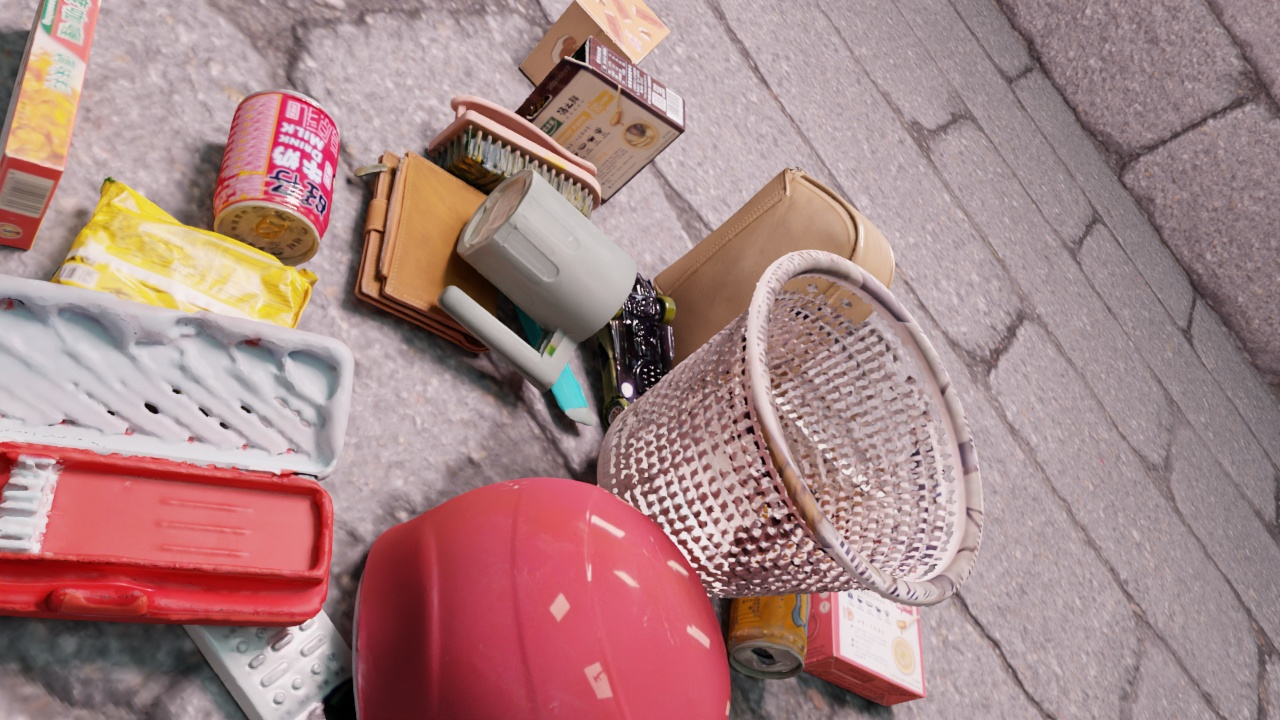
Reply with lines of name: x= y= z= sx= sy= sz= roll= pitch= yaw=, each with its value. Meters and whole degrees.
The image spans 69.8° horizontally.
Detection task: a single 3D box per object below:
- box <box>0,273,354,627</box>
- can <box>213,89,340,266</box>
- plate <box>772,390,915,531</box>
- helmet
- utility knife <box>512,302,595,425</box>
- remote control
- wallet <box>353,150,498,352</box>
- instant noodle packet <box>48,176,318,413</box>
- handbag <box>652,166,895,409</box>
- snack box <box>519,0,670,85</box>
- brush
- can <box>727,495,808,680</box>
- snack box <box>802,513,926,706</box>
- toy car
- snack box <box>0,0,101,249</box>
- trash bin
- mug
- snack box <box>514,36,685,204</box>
box: x=-0.246 y=0.045 z=0.439 sx=0.200 sy=0.050 sz=0.160 roll=12 pitch=63 yaw=-28
can: x=-0.225 y=-0.112 z=0.571 sx=0.066 sy=0.067 sz=0.093 roll=21 pitch=50 yaw=-34
plate: x=0.159 y=0.091 z=0.794 sx=0.164 sy=0.034 sz=0.163 roll=42 pitch=6 yaw=0
helmet: x=-0.027 y=0.160 z=0.509 sx=0.240 sy=0.144 sz=0.206 roll=26 pitch=39 yaw=-37
utility knife: x=-0.079 y=-0.027 z=0.700 sx=0.029 sy=0.013 sz=0.178 roll=-7 pitch=65 yaw=-46
remote control: x=-0.172 y=0.165 z=0.469 sx=0.150 sy=0.021 sz=0.058 roll=54 pitch=40 yaw=0
wallet: x=-0.149 y=-0.083 z=0.651 sx=0.119 sy=0.035 sz=0.130 roll=25 pitch=49 yaw=-34
instant noodle packet: x=-0.256 y=-0.032 z=0.504 sx=0.128 sy=0.044 sz=0.110 roll=28 pitch=49 yaw=-26
handbag: x=0.104 y=-0.056 z=0.759 sx=0.099 sy=0.205 sz=0.147 roll=25 pitch=35 yaw=-47
snack box: x=-0.042 y=-0.290 z=0.854 sx=0.077 sy=0.093 sz=0.094 roll=45 pitch=41 yaw=-12
brush: x=-0.092 y=-0.155 z=0.736 sx=0.145 sy=0.063 sz=0.073 roll=19 pitch=62 yaw=-36
can: x=0.102 y=0.166 z=0.711 sx=0.058 sy=0.058 sz=0.145 roll=34 pitch=44 yaw=-24
snack box: x=0.184 y=0.210 z=0.773 sx=0.113 sy=0.044 sz=0.126 roll=31 pitch=47 yaw=-26
toy car: x=-0.004 y=0.004 z=0.727 sx=0.070 sy=0.042 sz=0.158 roll=5 pitch=74 yaw=-42
snack box: x=-0.319 y=-0.144 z=0.492 sx=0.027 sy=0.077 sz=0.155 roll=16 pitch=54 yaw=-38
trash bin: x=0.084 y=0.068 z=0.617 sx=0.227 sy=0.193 sz=0.227 roll=23 pitch=53 yaw=-35
mug: x=-0.075 y=-0.057 z=0.647 sx=0.103 sy=0.084 sz=0.123 roll=42 pitch=63 yaw=-29
snack box: x=-0.044 y=-0.202 z=0.775 sx=0.125 sy=0.114 sz=0.053 roll=27 pitch=46 yaw=-30
